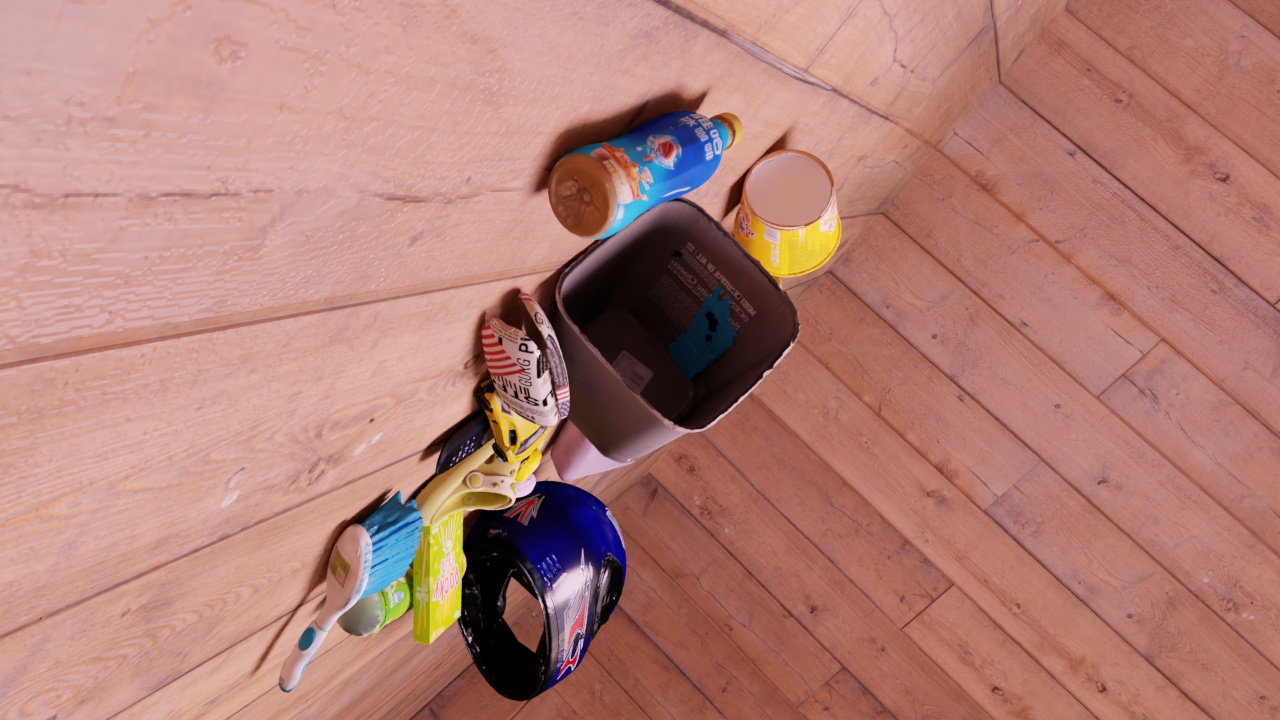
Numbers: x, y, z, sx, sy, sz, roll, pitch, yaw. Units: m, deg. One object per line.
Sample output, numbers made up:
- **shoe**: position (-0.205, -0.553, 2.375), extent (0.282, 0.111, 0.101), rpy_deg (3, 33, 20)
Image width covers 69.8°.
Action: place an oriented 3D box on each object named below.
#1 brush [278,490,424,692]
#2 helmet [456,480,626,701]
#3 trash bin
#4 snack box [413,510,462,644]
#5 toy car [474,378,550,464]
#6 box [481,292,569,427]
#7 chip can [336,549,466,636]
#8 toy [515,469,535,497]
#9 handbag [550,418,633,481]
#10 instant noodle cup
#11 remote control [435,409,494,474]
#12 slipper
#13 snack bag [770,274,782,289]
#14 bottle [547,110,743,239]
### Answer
- **brush**: position (-0.320, 0.259, 0.988), extent (0.109, 0.060, 0.315), rpy_deg (-28, 157, -45)
- **helmet**: position (-0.141, 0.338, 1.425), extent (0.239, 0.248, 0.316), rpy_deg (-27, 127, -49)
- **trash bin**: position (0.010, -0.013, 0.943), extent (0.198, 0.199, 0.220), rpy_deg (-42, 176, -27)
- **snack box**: position (-0.248, 0.257, 1.125), extent (0.085, 0.026, 0.156), rpy_deg (-29, 123, -72)
- **toy car**: position (-0.125, 0.055, 0.953), extent (0.071, 0.041, 0.156), rpy_deg (-41, 149, -28)
- **box**: position (-0.089, 0.000, 0.833), extent (0.080, 0.075, 0.164), rpy_deg (-51, 158, -26)
- **chip can**: position (-0.297, 0.278, 1.143), extent (0.073, 0.072, 0.221), rpy_deg (-48, 170, 12)
- **toy**: position (-0.182, 0.156, 1.140), extent (0.108, 0.039, 0.083), rpy_deg (-5, -170, 25)
- **handbag**: position (-0.048, 0.095, 1.386), extent (0.144, 0.098, 0.198), rpy_deg (-21, 159, -31)
- **instant noodle cup**: position (0.182, -0.187, 1.134), extent (0.138, 0.138, 0.110), rpy_deg (-45, 162, -7)
- **remote control**: position (-0.173, 0.075, 0.975), extent (0.136, 0.024, 0.053), rpy_deg (-37, 161, -47)
- **slipper**: position (-0.178, 0.141, 1.069), extent (0.190, 0.081, 0.092), rpy_deg (-38, 170, -29)
- **snack bag**: position (0.125, -0.098, 1.315), extent (0.158, 0.068, 0.246), rpy_deg (-46, -171, 20)
- **bottle**: position (0.016, -0.155, 0.715), extent (0.218, 0.065, 0.065), rpy_deg (-36, 166, -47)
